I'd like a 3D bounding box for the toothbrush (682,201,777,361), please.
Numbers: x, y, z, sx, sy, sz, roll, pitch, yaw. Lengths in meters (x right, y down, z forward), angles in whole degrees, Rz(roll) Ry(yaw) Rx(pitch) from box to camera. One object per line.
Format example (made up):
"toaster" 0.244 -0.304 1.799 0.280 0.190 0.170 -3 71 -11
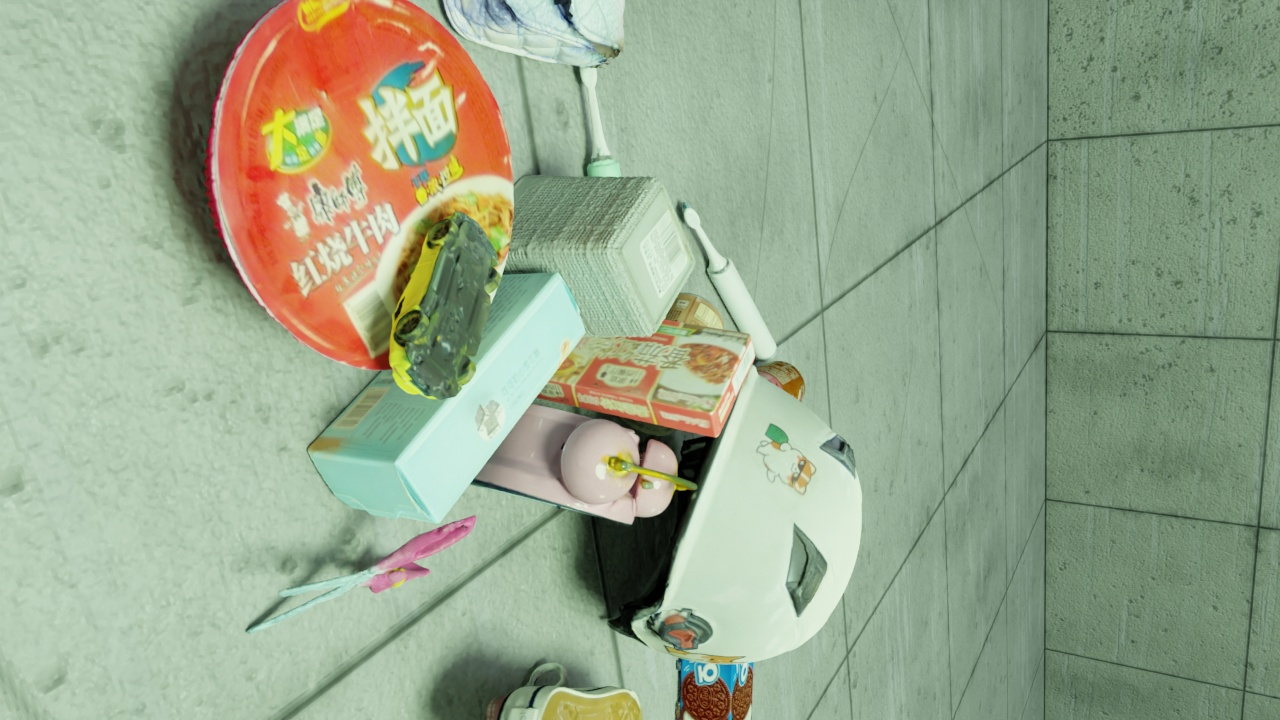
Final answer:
"toothbrush" 0.086 -0.072 0.889 0.221 0.027 0.026 54 8 -44

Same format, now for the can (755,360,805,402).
"can" 0.117 0.037 0.900 0.147 0.058 0.058 -17 108 -65

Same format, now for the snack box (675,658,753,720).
"snack box" 0.073 0.298 0.882 0.057 0.058 0.207 -6 99 -60

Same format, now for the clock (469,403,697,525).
"clock" -0.039 0.068 0.589 0.117 0.159 0.059 31 72 -56

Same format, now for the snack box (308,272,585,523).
"snack box" -0.110 0.016 0.551 0.174 0.074 0.052 -56 135 -38

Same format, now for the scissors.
"scissors" -0.145 0.116 0.503 0.017 0.130 0.133 62 14 15

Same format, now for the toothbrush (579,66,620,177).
"toothbrush" -0.025 -0.121 0.712 0.027 0.026 0.225 -111 -168 -71

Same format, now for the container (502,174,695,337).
"container" -0.035 -0.070 0.620 0.090 0.114 0.090 -60 138 -33

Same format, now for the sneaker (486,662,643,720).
"sneaker" -0.062 0.271 0.644 0.241 0.088 0.118 53 36 -59

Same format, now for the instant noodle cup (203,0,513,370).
"instant noodle cup" -0.152 -0.091 0.484 0.193 0.066 0.194 -6 98 -57

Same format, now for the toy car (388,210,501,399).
"toy car" -0.104 -0.029 0.477 0.048 0.032 0.105 51 41 -46

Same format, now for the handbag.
"handbag" -0.061 -0.297 0.591 0.134 0.076 0.194 -11 104 -56

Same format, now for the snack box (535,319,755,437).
"snack box" -0.004 0.004 0.641 0.075 0.153 0.025 -59 148 -35

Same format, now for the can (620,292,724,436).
"can" 0.025 0.002 0.773 0.116 0.059 0.058 -63 140 -31

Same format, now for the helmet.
"helmet" 0.092 0.139 0.722 0.275 0.157 0.229 113 1 -57
